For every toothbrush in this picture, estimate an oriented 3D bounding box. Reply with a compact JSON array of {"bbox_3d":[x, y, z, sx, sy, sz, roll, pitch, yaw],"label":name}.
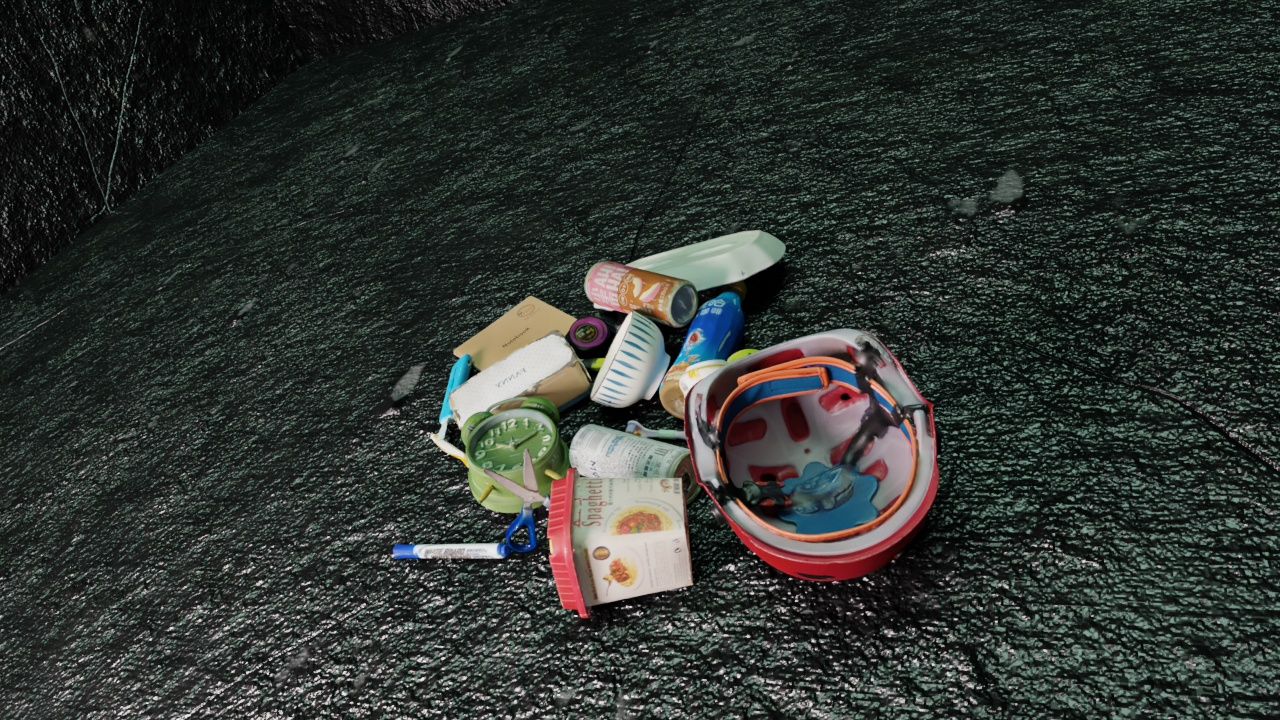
[{"bbox_3d":[0.068,0.083,0.997,0.189,0.029,0.021,0,3,29],"label":"toothbrush"},{"bbox_3d":[-0.209,0.125,1.107,0.018,0.016,0.191,-47,41,-17],"label":"toothbrush"}]

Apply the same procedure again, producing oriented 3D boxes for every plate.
[{"bbox_3d":[0.059,-0.124,1.215,0.266,0.034,0.161,-12,18,25],"label":"plate"}]

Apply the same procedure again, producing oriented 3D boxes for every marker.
[{"bbox_3d":[-0.071,0.007,1.179,0.124,0.015,0.018,-2,44,25],"label":"marker"},{"bbox_3d":[-0.206,0.206,0.993,0.146,0.017,0.016,-6,38,24],"label":"marker"}]

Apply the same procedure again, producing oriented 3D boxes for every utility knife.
[{"bbox_3d":[-0.248,0.051,1.210,0.034,0.018,0.187,-40,25,21],"label":"utility knife"}]

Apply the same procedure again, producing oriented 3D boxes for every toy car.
[{"bbox_3d":[-0.021,-0.051,1.217,0.049,0.031,0.106,-34,28,-16],"label":"toy car"}]

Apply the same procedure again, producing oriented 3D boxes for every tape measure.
[{"bbox_3d":[-0.066,-0.028,1.198,0.058,0.039,0.057,22,63,18],"label":"tape measure"}]

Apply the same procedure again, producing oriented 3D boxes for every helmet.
[{"bbox_3d":[0.160,0.101,0.814,0.207,0.144,0.239,-21,48,4],"label":"helmet"}]

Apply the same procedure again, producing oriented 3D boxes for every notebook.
[{"bbox_3d":[-0.157,-0.022,1.280,0.147,0.008,0.208,-38,37,-20],"label":"notebook"}]

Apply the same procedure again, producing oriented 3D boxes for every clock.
[{"bbox_3d":[-0.140,0.096,1.022,0.116,0.056,0.161,-14,39,-5],"label":"clock"}]

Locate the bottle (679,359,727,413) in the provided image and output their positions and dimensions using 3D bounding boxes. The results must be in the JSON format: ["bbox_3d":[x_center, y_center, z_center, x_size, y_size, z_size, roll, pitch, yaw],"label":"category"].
[{"bbox_3d":[0.077,0.056,0.955,0.063,0.063,0.108,-12,75,16],"label":"bottle"}]

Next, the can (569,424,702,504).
[{"bbox_3d":[-0.006,0.109,0.970,0.147,0.058,0.058,11,47,40],"label":"can"}]

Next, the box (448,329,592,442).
[{"bbox_3d":[-0.155,0.043,1.133,0.184,0.061,0.089,-31,41,-1],"label":"box"}]

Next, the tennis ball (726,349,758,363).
[{"bbox_3d":[0.121,0.020,1.008,0.065,0.065,0.065,-16,35,11],"label":"tennis ball"}]

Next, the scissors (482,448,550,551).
[{"bbox_3d":[-0.108,0.144,0.910,0.161,0.163,0.012,-49,45,28],"label":"scissors"}]

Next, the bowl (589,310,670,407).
[{"bbox_3d":[-0.006,0.006,1.084,0.066,0.117,0.116,25,42,-6],"label":"bowl"}]

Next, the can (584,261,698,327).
[{"bbox_3d":[0.000,-0.082,1.119,0.147,0.058,0.057,19,52,42],"label":"can"}]

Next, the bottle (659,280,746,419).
[{"bbox_3d":[0.085,-0.022,1.088,0.065,0.065,0.218,-2,39,28],"label":"bottle"}]

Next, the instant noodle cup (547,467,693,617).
[{"bbox_3d":[-0.017,0.166,0.862,0.124,0.117,0.116,-7,36,4],"label":"instant noodle cup"}]
